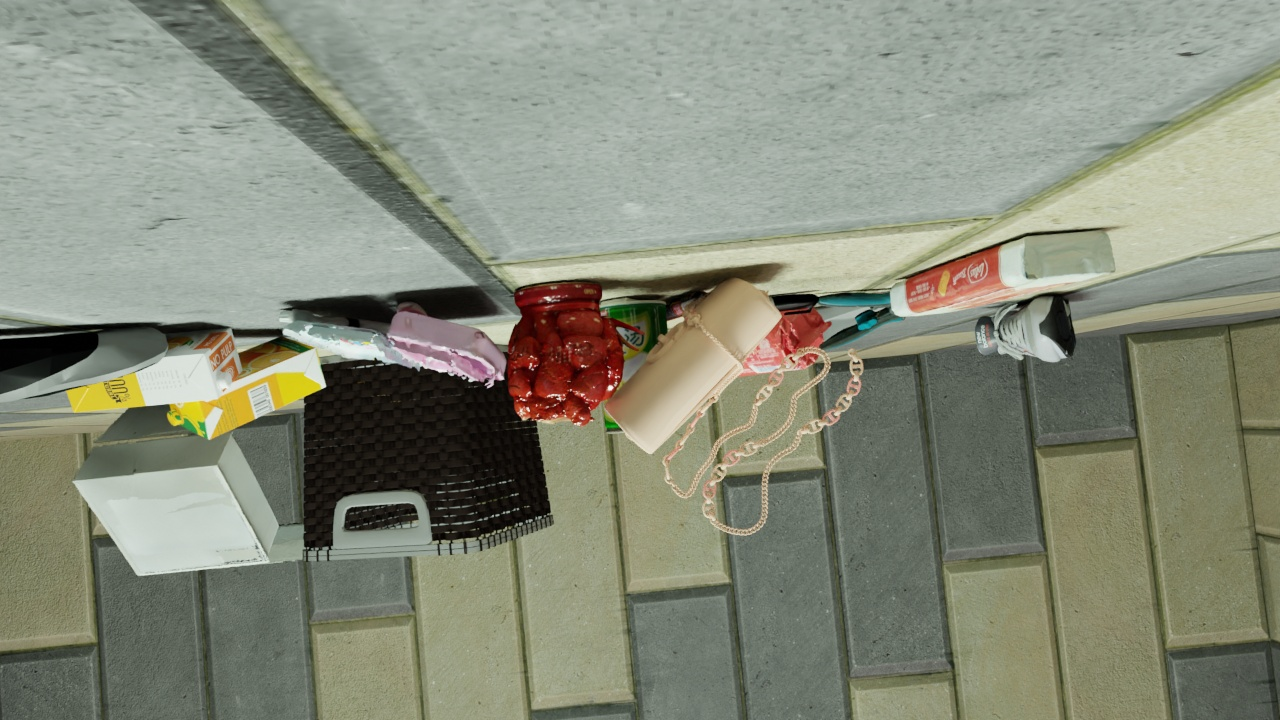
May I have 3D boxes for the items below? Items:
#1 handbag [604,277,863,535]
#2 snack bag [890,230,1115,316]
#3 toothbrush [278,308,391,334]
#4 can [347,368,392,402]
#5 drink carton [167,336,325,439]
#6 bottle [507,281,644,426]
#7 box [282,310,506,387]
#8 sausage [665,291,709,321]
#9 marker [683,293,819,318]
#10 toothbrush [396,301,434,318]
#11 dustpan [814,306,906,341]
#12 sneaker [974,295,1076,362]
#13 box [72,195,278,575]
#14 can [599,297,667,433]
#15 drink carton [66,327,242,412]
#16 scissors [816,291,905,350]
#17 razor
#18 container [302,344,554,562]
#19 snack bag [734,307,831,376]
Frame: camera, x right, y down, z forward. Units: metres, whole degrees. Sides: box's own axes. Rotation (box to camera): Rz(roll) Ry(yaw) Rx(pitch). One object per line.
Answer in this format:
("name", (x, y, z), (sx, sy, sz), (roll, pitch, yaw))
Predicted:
("handbag", (0.092, 0.035, 0.756), (0.198, 0.187, 0.116), (-46, -176, -1))
("snack bag", (0.298, -0.070, 0.786), (0.077, 0.041, 0.225), (-5, 175, -10))
("toothbrush", (-0.247, -0.031, 0.787), (0.017, 0.012, 0.186), (7, 180, 14))
("can", (-0.405, 0.044, 1.341), (0.068, 0.067, 0.104), (-8, 177, 33))
("drink carton", (-0.351, 0.023, 0.812), (0.058, 0.041, 0.122), (14, -149, 36))
("bottle", (-0.054, -0.002, 0.726), (0.099, 0.111, 0.099), (-5, 176, 0))
("box", (-0.191, -0.012, 0.763), (0.153, 0.041, 0.201), (12, 174, -2))
("sausage", (0.029, -0.048, 0.874), (0.020, 0.020, 0.156), (-4, 176, -25))
("marker", (0.111, -0.051, 0.926), (0.139, 0.022, 0.016), (-7, -169, 10))
("toothbrush", (-0.186, -0.035, 0.770), (0.021, 0.016, 0.135), (-4, 177, -5))
("dustpan", (0.224, -0.042, 1.173), (0.258, 0.033, 0.162), (-8, 176, 42))
("sneaker", (0.533, -0.038, 1.283), (0.124, 0.089, 0.239), (-11, 178, 31))
("box", (-0.544, 0.024, 1.096), (0.167, 0.445, 0.165), (-6, 167, 2))
("can", (-0.005, 0.005, 0.847), (0.067, 0.121, 0.067), (-5, 177, 0))
("drink carton", (-0.395, 0.007, 0.753), (0.122, 0.040, 0.058), (-5, -157, -1))
("scissors", (0.240, -0.056, 0.967), (0.148, 0.019, 0.118), (-30, 141, 26))
("razor", (-0.441, 0.000, 0.689), (0.156, 0.057, 0.060), (-3, 144, -25))
("container", (-0.276, 0.112, 1.189), (0.248, 0.243, 0.245), (-6, 177, 18))
("snack bag", (0.134, -0.021, 1.070), (0.082, 0.082, 0.177), (-3, 176, -40))
